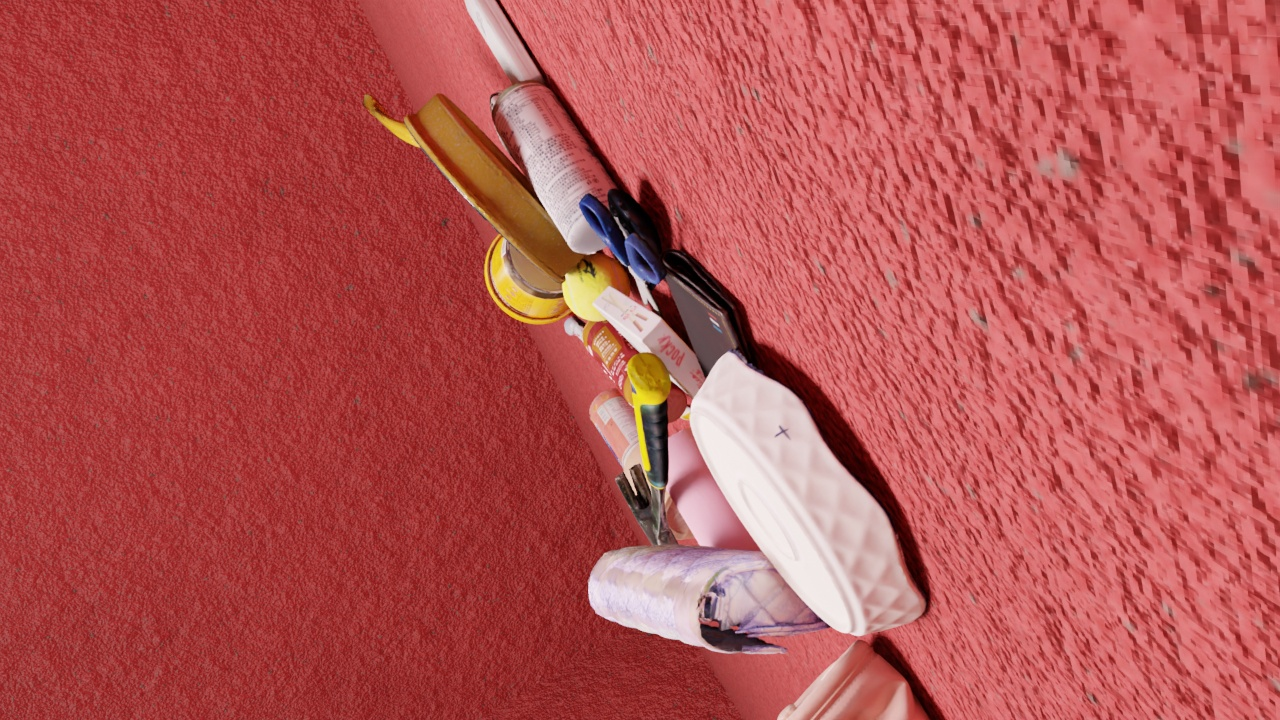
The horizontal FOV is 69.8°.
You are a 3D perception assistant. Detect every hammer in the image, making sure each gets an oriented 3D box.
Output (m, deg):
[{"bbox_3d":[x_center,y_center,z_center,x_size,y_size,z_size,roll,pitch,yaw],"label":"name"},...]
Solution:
[{"bbox_3d":[0.011,0.095,0.823,0.126,0.031,0.324,54,163,30],"label":"hammer"}]

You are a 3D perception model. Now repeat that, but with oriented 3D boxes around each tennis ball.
[{"bbox_3d":[-0.042,-0.070,0.877,0.065,0.065,0.065,59,172,14],"label":"tennis ball"}]

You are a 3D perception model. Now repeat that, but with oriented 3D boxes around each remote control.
[{"bbox_3d":[-0.119,-0.278,0.802,0.135,0.019,0.056,59,171,14],"label":"remote control"},{"bbox_3d":[-0.001,-0.091,0.690,0.053,0.024,0.136,56,175,14],"label":"remote control"}]

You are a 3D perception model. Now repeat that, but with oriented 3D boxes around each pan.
[{"bbox_3d":[-0.177,-0.189,0.867,0.357,0.078,0.197,51,-174,38],"label":"pan"}]

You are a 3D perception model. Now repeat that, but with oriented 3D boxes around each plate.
[{"bbox_3d":[0.097,0.092,0.594,0.205,0.045,0.205,54,171,12],"label":"plate"}]

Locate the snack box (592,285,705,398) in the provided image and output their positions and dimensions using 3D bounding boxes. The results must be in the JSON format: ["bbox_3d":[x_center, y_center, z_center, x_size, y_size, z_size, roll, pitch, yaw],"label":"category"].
[{"bbox_3d":[0.012,-0.015,0.787,0.084,0.027,0.157,45,177,-22],"label":"snack box"}]

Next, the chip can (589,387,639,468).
[{"bbox_3d":[-0.004,0.117,1.263,0.214,0.071,0.071,51,167,54],"label":"chip can"}]

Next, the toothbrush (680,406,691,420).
[{"bbox_3d":[0.052,0.056,0.886,0.016,0.018,0.191,63,172,-4],"label":"toothbrush"}]

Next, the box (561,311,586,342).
[{"bbox_3d":[-0.078,-0.058,1.148,0.161,0.058,0.201,60,180,-5],"label":"box"}]

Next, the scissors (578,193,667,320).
[{"bbox_3d":[0.004,-0.059,0.663,0.133,0.012,0.172,39,172,48],"label":"scissors"}]

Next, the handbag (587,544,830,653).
[{"bbox_3d":[0.056,0.190,0.746,0.194,0.134,0.075,-17,70,62],"label":"handbag"}]

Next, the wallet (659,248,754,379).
[{"bbox_3d":[0.056,-0.012,0.645,0.096,0.020,0.122,51,169,50],"label":"wallet"}]

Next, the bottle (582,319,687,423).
[{"bbox_3d":[-0.006,0.005,0.935,0.175,0.057,0.057,49,166,55],"label":"bottle"}]

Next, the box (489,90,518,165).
[{"bbox_3d":[-0.114,-0.215,0.891,0.164,0.052,0.069,-130,31,-53],"label":"box"}]

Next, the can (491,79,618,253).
[{"bbox_3d":[-0.065,-0.158,0.744,0.146,0.058,0.058,58,171,22],"label":"can"}]

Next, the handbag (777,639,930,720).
[{"bbox_3d":[0.103,0.319,0.706,0.093,0.234,0.193,56,171,23],"label":"handbag"}]

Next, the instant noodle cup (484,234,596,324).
[{"bbox_3d":[-0.103,-0.106,0.981,0.118,0.118,0.114,61,165,0],"label":"instant noodle cup"}]

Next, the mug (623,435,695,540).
[{"bbox_3d":[0.051,0.156,1.068,0.124,0.084,0.103,37,-175,-33],"label":"mug"}]

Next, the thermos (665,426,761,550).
[{"bbox_3d":[0.089,0.160,0.890,0.198,0.067,0.087,56,-158,21],"label":"thermos"}]
